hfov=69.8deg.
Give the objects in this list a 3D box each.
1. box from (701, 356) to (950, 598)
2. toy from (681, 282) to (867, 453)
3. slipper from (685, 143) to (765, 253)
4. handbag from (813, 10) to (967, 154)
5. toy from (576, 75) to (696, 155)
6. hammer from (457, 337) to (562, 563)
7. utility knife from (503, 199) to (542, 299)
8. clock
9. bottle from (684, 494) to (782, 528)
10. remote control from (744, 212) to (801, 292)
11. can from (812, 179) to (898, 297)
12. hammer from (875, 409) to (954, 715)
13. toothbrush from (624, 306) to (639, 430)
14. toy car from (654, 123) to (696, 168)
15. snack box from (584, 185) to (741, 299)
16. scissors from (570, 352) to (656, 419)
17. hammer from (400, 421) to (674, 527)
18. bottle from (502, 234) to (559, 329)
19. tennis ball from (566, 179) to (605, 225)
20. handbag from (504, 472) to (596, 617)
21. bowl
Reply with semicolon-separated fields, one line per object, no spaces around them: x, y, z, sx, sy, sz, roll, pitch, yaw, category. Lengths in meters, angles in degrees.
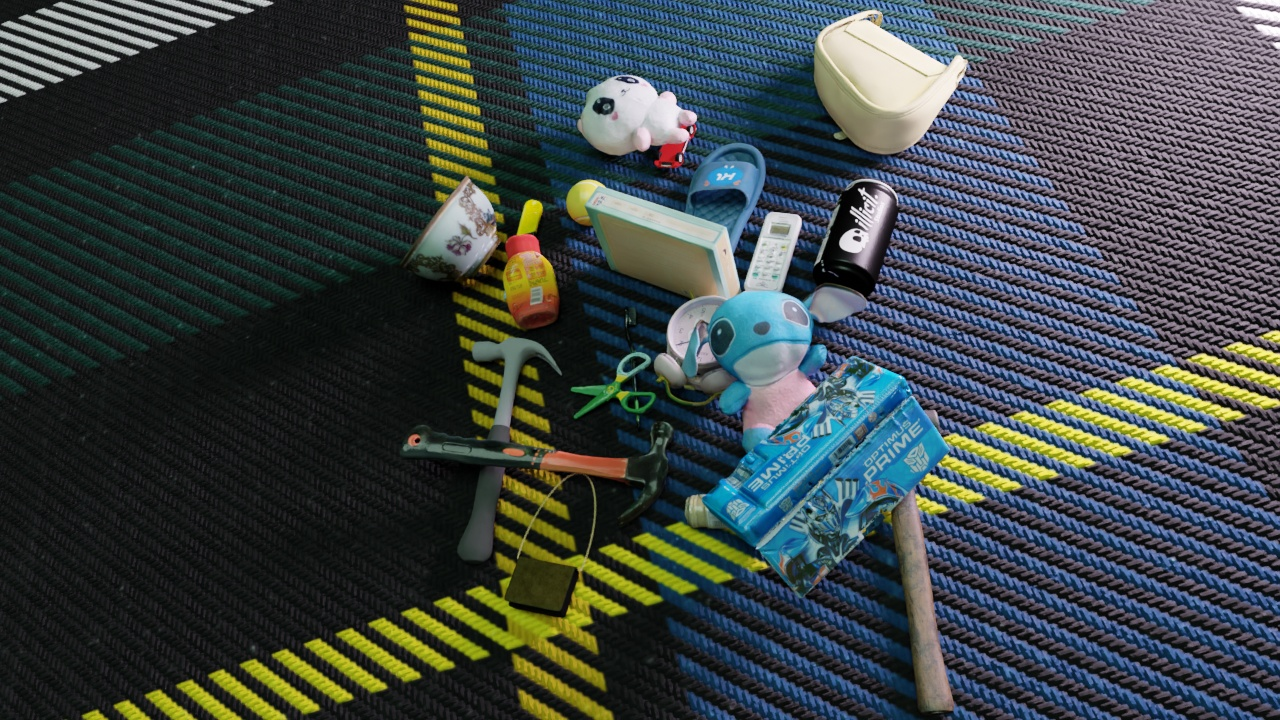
0.205;0.124;1.009;0.243;0.114;0.114;-42;31;-9;box
0.165;0.005;1.073;0.224;0.099;0.191;-20;93;-7;toy
0.106;-0.223;1.278;0.104;0.059;0.213;10;64;22;slipper
0.341;-0.404;1.317;0.190;0.089;0.233;-32;54;-12;handbag
-0.004;-0.357;1.357;0.180;0.101;0.138;17;58;28;toy
-0.179;0.107;1.171;0.125;0.029;0.310;-1;60;14;hammer
-0.172;-0.161;1.335;0.029;0.020;0.173;9;61;3;utility knife
0.081;-0.010;1.155;0.117;0.059;0.157;14;65;22;clock
0.107;0.173;1.048;0.110;0.043;0.042;-2;59;15;bottle
0.178;-0.141;1.230;0.050;0.022;0.133;10;62;20;remote control
0.278;-0.154;1.178;0.080;0.080;0.145;13;64;21;can
0.284;0.208;0.990;0.120;0.033;0.329;-8;58;14;hammer
-0.007;0.007;1.195;0.017;0.014;0.187;-2;59;-6;toothbrush
0.053;-0.322;1.371;0.038;0.025;0.089;9;64;25;toy car
0.031;-0.144;1.199;0.194;0.141;0.044;23;68;25;snack box
-0.036;0.031;1.178;0.131;0.012;0.112;3;66;27;scissors
-0.133;0.120;1.122;0.333;0.033;0.132;7;62;9;hammer
-0.155;-0.112;1.273;0.071;0.048;0.134;-15;65;1;bottle
-0.074;-0.227;1.322;0.065;0.065;0.065;-7;58;11;tennis ball
-0.098;0.213;1.092;0.084;0.027;0.177;7;56;16;handbag
-0.258;-0.171;1.308;0.094;0.160;0.159;37;69;-14;bowl
